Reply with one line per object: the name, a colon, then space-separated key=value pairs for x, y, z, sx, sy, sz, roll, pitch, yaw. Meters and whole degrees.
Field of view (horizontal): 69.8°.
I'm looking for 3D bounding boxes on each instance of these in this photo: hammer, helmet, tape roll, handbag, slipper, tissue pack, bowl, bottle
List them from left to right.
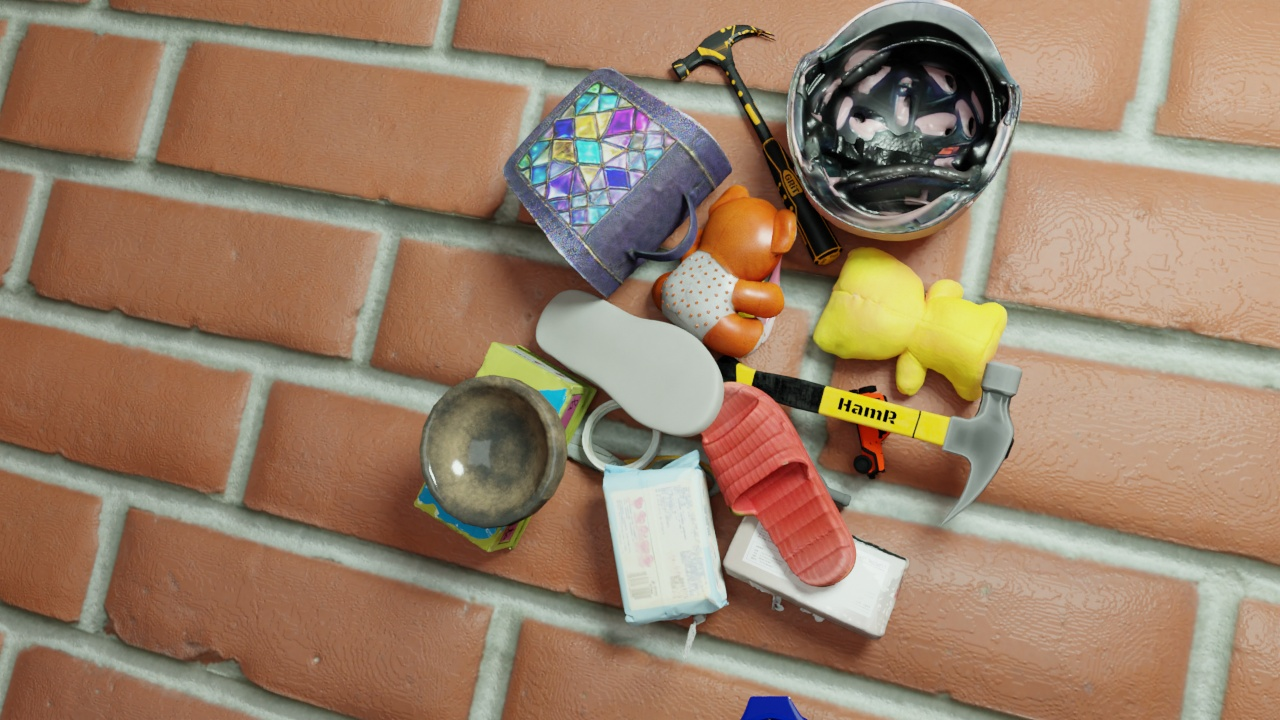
bowl: x=-0.152 y=0.098 z=0.995 sx=0.162 sy=0.070 sz=0.162 roll=-1 pitch=86 yaw=17
tape roll: x=-0.022 y=0.089 z=1.071 sx=0.093 sy=0.013 sz=0.093 roll=-5 pitch=66 yaw=12
handbag: x=-0.020 y=-0.196 z=1.048 sx=0.205 sy=0.125 sz=0.222 roll=-45 pitch=64 yaw=4
slipper: x=-0.006 y=0.006 z=1.048 sx=0.266 sy=0.080 sz=0.113 roll=27 pitch=82 yaw=33
tissue pack: x=0.026 y=0.195 z=1.013 sx=0.112 sy=0.070 sz=0.181 roll=-12 pitch=80 yaw=13
slipper: x=0.132 y=0.125 z=0.964 sx=0.104 sy=0.059 sz=0.248 roll=-44 pitch=66 yaw=25
hammer: x=0.154 y=-0.255 z=1.077 sx=0.123 sy=0.036 sz=0.320 roll=-27 pitch=75 yaw=8
helmet: x=0.132 y=0.457 z=0.891 sx=0.148 sy=0.227 sz=0.241 roll=-8 pitch=80 yaw=22
bottle: x=0.180 y=0.135 z=1.021 sx=0.113 sy=0.030 sz=0.030 roll=22 pitch=88 yaw=15
tissue pack: x=0.186 y=0.229 z=0.997 sx=0.181 sy=0.071 sz=0.103 roll=21 pitch=73 yaw=13
hammer: x=0.222 y=0.054 z=0.970 sx=0.325 sy=0.034 sz=0.170 roll=15 pitch=93 yaw=26
helmet: x=0.278 y=-0.245 z=0.983 sx=0.230 sy=0.152 sz=0.255 roll=4 pitch=82 yaw=16

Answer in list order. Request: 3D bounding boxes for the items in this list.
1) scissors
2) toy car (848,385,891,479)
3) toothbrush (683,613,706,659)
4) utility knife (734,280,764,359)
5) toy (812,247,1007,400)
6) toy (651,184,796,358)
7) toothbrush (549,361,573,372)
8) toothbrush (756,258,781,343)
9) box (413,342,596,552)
scissors: x=-0.021 y=0.144 z=1.075 sx=0.228 sy=0.016 sz=0.134 roll=17 pitch=88 yaw=16
toy car: x=0.251 y=0.079 z=1.000 sx=0.049 sy=0.051 sz=0.100 roll=-12 pitch=80 yaw=14
toothbrush: x=0.057 y=0.283 z=0.954 sx=0.010 sy=0.181 sz=0.010 roll=-28 pitch=84 yaw=5
utility knife: x=0.115 y=-0.046 z=1.065 sx=0.030 sy=0.019 sz=0.218 roll=15 pitch=82 yaw=20
toy: x=0.292 y=-0.035 z=0.989 sx=0.194 sy=0.087 sz=0.134 roll=25 pitch=93 yaw=14
toy: x=0.099 y=-0.104 z=1.030 sx=0.164 sy=0.092 sz=0.172 roll=40 pitch=101 yaw=40
toothbrush: x=-0.098 y=0.008 z=1.111 sx=0.184 sy=0.015 sz=0.015 roll=5 pitch=85 yaw=15
toothbrush: x=0.153 y=-0.084 z=1.064 sx=0.022 sy=0.016 sz=0.135 roll=13 pitch=89 yaw=15
box: x=-0.160 y=0.101 z=1.077 sx=0.124 sy=0.082 sz=0.221 roll=26 pitch=95 yaw=18
